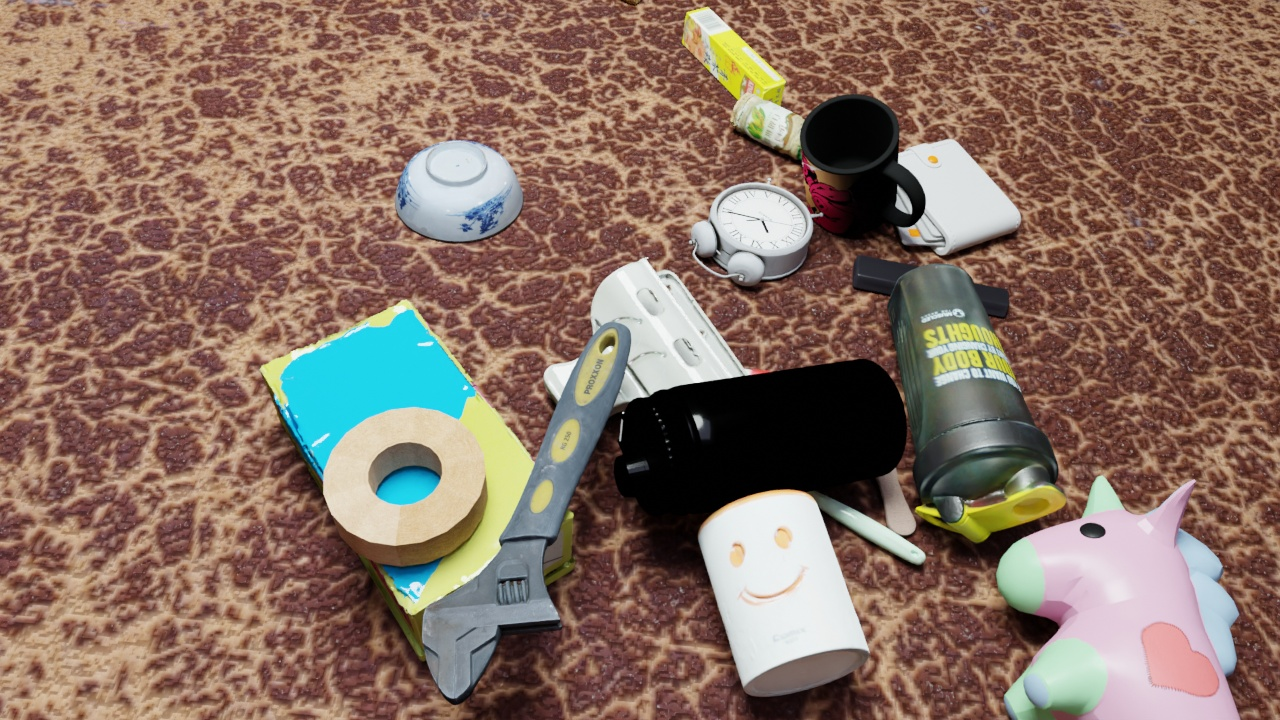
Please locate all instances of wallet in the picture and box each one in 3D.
[{"bbox_3d":[0.276,-0.151,0.863,0.115,0.038,0.118,-19,61,-20],"label":"wallet"}]

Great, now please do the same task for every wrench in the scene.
[{"bbox_3d":[-0.056,0.078,0.559,0.073,0.022,0.272,12,52,12],"label":"wrench"}]

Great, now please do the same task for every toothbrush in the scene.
[{"bbox_3d":[0.134,0.103,0.663,0.155,0.015,0.022,30,75,16],"label":"toothbrush"}]

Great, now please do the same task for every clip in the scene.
[{"bbox_3d":[0.001,-0.006,0.682,0.151,0.102,0.126,-24,68,-28],"label":"clip"}]

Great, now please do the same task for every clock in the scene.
[{"bbox_3d":[0.097,-0.111,0.811,0.094,0.035,0.122,40,57,22],"label":"clock"}]

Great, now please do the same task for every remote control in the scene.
[{"bbox_3d":[0.256,-0.066,0.807,0.136,0.015,0.032,12,52,2],"label":"remote control"}]

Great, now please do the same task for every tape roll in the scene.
[{"bbox_3d":[-0.139,0.074,0.550,0.094,0.027,0.093,2,53,-3],"label":"tape roll"}]

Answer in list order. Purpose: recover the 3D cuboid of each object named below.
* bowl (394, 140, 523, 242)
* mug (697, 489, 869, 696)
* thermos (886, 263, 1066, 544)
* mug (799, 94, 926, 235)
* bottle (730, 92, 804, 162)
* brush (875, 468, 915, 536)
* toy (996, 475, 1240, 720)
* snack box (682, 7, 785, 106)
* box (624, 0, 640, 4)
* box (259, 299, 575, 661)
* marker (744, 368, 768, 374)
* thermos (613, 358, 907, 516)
[{"bbox_3d":[-0.161,-0.160,0.812,0.114,0.045,0.114,3,52,-4],"label":"bowl"},{"bbox_3d":[0.089,0.148,0.583,0.082,0.082,0.105,-7,55,-12],"label":"mug"},{"bbox_3d":[0.240,0.027,0.691,0.098,0.098,0.220,3,48,-5],"label":"thermos"},{"bbox_3d":[0.198,-0.161,0.804,0.118,0.098,0.081,39,80,26],"label":"mug"},{"bbox_3d":[0.143,-0.224,0.899,0.111,0.043,0.043,31,55,17],"label":"bottle"},{"bbox_3d":[0.179,0.071,0.697,0.050,0.015,0.135,-2,59,-13],"label":"brush"},{"bbox_3d":[0.315,0.188,0.567,0.171,0.120,0.222,-26,58,-13],"label":"toy"},{"bbox_3d":[0.096,-0.314,0.964,0.028,0.040,0.148,-23,58,-21],"label":"snack box"},{"bbox_3d":[-0.052,-0.595,1.074,0.279,0.192,0.250,26,52,15],"label":"box"},{"bbox_3d":[-0.152,0.071,0.619,0.124,0.079,0.221,-30,59,-25],"label":"box"},{"bbox_3d":[0.075,0.011,0.730,0.142,0.013,0.012,7,52,0],"label":"marker"},{"bbox_3d":[0.073,0.053,0.621,0.198,0.086,0.086,-8,53,-23],"label":"thermos"}]
